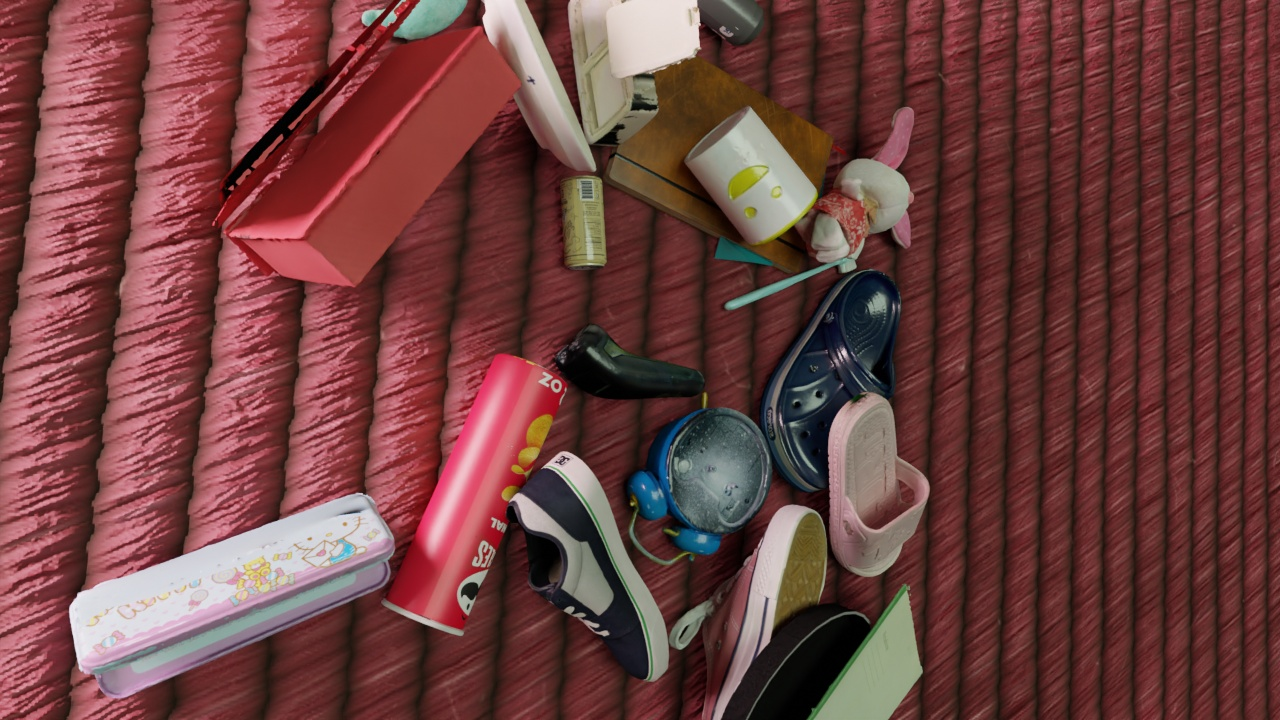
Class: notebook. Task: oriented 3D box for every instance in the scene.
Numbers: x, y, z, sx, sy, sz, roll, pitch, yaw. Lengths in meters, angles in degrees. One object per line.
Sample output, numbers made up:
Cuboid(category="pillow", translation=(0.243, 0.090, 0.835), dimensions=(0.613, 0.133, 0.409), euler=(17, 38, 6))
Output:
Cuboid(category="notebook", translation=(0.090, -0.194, 0.922), dimensions=(0.249, 0.014, 0.178), euler=(22, 76, -25))
Cuboid(category="notebook", translation=(0.201, 0.360, 0.903), dimensions=(0.252, 0.010, 0.182), euler=(-45, 136, -23))

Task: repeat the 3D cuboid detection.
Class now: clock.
Cuboid(category="clock", translation=(0.051, 0.116, 0.859), dimensions=(0.117, 0.060, 0.161), euler=(46, 69, -19))

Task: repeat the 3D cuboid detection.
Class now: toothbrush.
Cuboid(category="toothbrush", translation=(0.158, -0.080, 0.952), dimensions=(0.180, 0.016, 0.016), euler=(-21, 105, -28))

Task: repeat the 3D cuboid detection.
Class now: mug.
Cuboid(category="mug", translation=(0.105, -0.174, 0.873), dimensions=(0.106, 0.083, 0.082), euler=(48, 67, -16))

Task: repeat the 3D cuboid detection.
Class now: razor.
Cuboid(category="razor", translation=(-0.005, 0.005, 0.844), dimensions=(0.151, 0.054, 0.067), euler=(9, 65, -33))

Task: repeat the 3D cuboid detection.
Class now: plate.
Cuboid(category="plate", translation=(-0.089, -0.235, 0.756), dimensions=(0.034, 0.182, 0.182), euler=(-23, 99, 5))

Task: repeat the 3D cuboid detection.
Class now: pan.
Cuboid(category="pan", translation=(0.115, 0.390, 0.858), dimensions=(0.225, 0.034, 0.356), euler=(24, 91, -50))

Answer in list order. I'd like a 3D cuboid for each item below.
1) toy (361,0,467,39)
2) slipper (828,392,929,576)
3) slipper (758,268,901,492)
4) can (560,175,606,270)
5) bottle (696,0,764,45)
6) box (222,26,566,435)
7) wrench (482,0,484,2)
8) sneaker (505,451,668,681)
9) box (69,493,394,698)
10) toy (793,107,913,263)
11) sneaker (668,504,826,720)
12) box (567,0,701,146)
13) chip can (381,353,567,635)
Cuboid(category="toy", translation=(-0.182, -0.319, 0.759), dimensions=(0.085, 0.033, 0.105), euler=(2, 114, -30))
Cuboid(category="slipper", translation=(0.237, 0.138, 0.906), dimensions=(0.094, 0.064, 0.239), euler=(-34, 130, -22))
Cuboid(category="slipper", translation=(0.206, 0.010, 0.930), dimensions=(0.105, 0.095, 0.252), euler=(36, 68, -25))
Cuboid(category="can", translation=(-0.052, -0.123, 0.829), dimensions=(0.038, 0.038, 0.079), euler=(-2, 88, -29))
Cuboid(category="bottle", translation=(0.071, -0.356, 0.904), dimensions=(0.112, 0.047, 0.047), euler=(29, 74, -23))
Cuboid(category="box", translation=(-0.161, -0.088, 0.761), dimensions=(0.213, 0.153, 0.325), euler=(-56, 145, -21))
Cuboid(category="wrench", translation=(-0.204, -0.380, 0.775), dimensions=(0.273, 0.018, 0.086), euler=(16, 79, -25))
Cuboid(category="sneaker", translation=(-0.047, 0.193, 0.771), dimensions=(0.078, 0.084, 0.235), euler=(-36, 119, -28))
Cuboid(category="box", translation=(-0.290, 0.163, 0.670), dimensions=(0.213, 0.096, 0.077), euler=(-19, 69, -28))
Cuboid(category="toy", translation=(0.230, -0.161, 0.946), dimensions=(0.193, 0.084, 0.159), euler=(-37, 132, -37))
Cuboid(category="sneaker", translation=(0.101, 0.240, 0.863), dimensions=(0.118, 0.088, 0.241), euler=(8, 102, -49))
Cuboid(category="box", translation=(-0.022, -0.278, 0.766), dimensions=(0.068, 0.192, 0.143), euler=(-6, 83, -28))
Cuboid(category="chip can", translation=(-0.132, 0.106, 0.754), dimensions=(0.069, 0.069, 0.220), euler=(29, 74, -24))
